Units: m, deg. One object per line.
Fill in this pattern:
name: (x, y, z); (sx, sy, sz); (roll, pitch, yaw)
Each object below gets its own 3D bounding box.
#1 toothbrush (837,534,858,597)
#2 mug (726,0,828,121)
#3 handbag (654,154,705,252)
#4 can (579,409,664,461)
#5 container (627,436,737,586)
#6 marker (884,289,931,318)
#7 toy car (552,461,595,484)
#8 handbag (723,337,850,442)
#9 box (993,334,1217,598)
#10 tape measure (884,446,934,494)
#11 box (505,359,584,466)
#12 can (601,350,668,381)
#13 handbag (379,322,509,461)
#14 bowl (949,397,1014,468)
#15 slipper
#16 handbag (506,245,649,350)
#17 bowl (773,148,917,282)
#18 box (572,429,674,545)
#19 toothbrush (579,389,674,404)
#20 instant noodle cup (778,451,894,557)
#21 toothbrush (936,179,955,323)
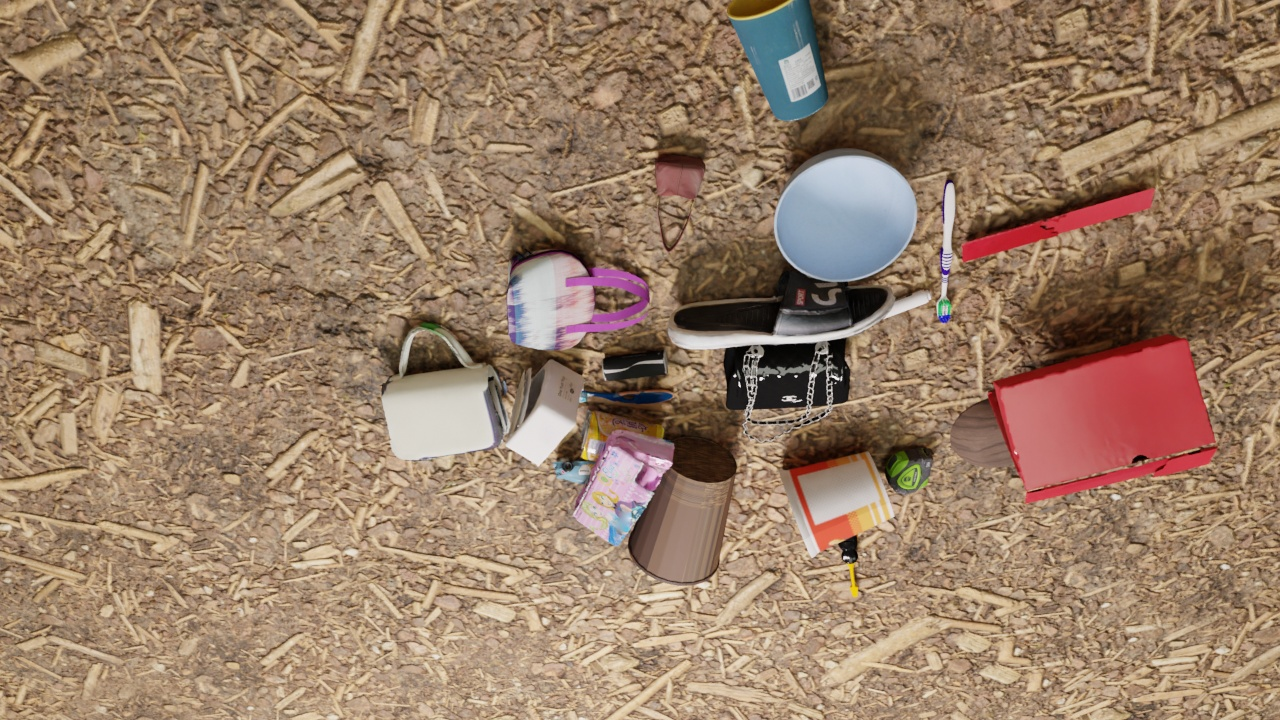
toothbrush: (0.311, 0.291, 1.365); (0.031, 0.030, 0.197); (-6, 129, 13)
mug: (0.142, -0.304, 0.905); (0.078, 0.078, 0.121); (-18, 128, 15)
handbag: (0.039, -0.174, 1.037); (0.055, 0.029, 0.120); (7, 132, 0)
can: (-0.026, 0.108, 1.220); (0.105, 0.067, 0.068); (13, 126, -7)
container: (0.063, 0.200, 1.255); (0.132, 0.132, 0.168); (10, 121, -5)
marker: (0.287, -0.056, 1.113); (0.134, 0.020, 0.017); (-21, 119, 17)
toy car: (-0.066, 0.156, 1.264); (0.108, 0.027, 0.060); (0, 166, 2)
handbag: (0.176, 0.026, 1.103); (0.154, 0.114, 0.125); (0, 157, 6)
box: (0.584, 0.161, 1.149); (0.213, 0.127, 0.425); (-17, 126, 13)
tape measure: (0.364, 0.149, 1.254); (0.058, 0.035, 0.066); (-3, 123, -6)
box: (-0.141, 0.054, 1.164); (0.102, 0.107, 0.103); (34, 122, -16)
can: (-0.007, 0.007, 1.166); (0.080, 0.031, 0.031); (-7, 126, 8)
handbag: (-0.256, 0.033, 1.187); (0.151, 0.074, 0.176); (-9, 107, 8)
bowl: (0.475, 0.105, 1.216); (0.119, 0.032, 0.119); (1, 127, 2)
slipper: (0.160, -0.066, 1.063); (0.264, 0.111, 0.063); (-7, 119, 13)
handbag: (-0.073, -0.073, 1.099); (0.170, 0.068, 0.145); (-1, 127, -5)
bowl: (0.217, -0.168, 0.999); (0.150, 0.074, 0.151); (1, 127, 1)
box: (-0.028, 0.173, 1.196); (0.084, 0.063, 0.231); (14, 145, -9)
toothbrush: (-0.023, 0.047, 1.207); (0.135, 0.017, 0.022); (0, 129, 3)
instant noodle cup: (0.267, 0.187, 1.240); (0.121, 0.123, 0.123); (-21, 123, 8)
toothbrush: (0.355, -0.122, 1.063); (0.015, 0.016, 0.187); (-6, 126, 7)
